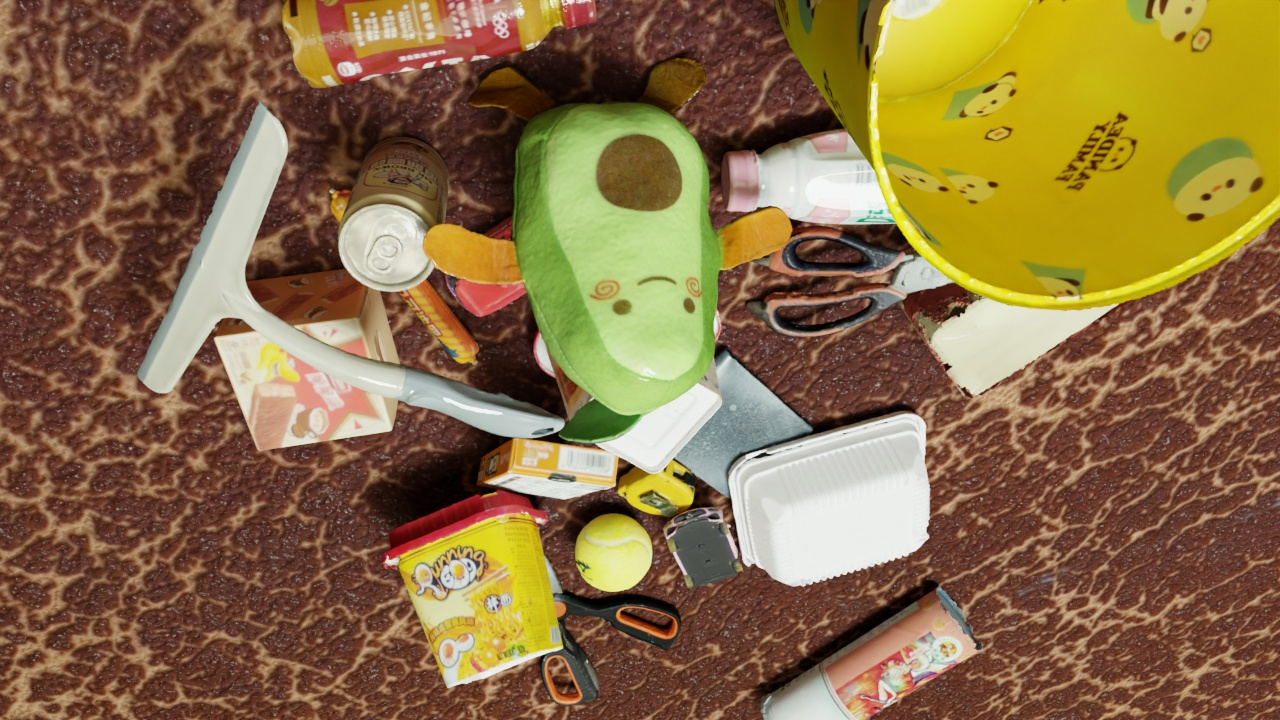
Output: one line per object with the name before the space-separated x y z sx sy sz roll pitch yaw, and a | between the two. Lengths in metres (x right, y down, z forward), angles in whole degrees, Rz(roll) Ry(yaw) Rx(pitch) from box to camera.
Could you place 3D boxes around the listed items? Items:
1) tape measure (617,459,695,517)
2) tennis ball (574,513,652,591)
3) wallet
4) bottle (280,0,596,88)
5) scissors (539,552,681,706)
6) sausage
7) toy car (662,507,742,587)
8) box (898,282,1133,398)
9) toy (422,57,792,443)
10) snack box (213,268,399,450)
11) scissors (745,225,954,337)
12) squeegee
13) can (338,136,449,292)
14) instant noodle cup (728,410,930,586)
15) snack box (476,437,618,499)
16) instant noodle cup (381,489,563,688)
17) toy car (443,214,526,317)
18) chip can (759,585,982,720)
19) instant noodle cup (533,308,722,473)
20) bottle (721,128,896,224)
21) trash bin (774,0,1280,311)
tape measure | 0.016 0.107 0.758 0.057 0.028 0.060 34 135 -27
tennis ball | -0.023 0.162 0.774 0.065 0.065 0.066 -4 122 -6
wallet | 0.072 0.055 0.751 0.097 0.019 0.121 -41 121 16
bottle | -0.114 -0.203 0.536 0.175 0.057 0.057 -11 123 -2
scissors | -0.060 0.233 0.844 0.224 0.021 0.221 -2 117 -9
sausage | -0.162 -0.055 0.643 0.021 0.021 0.165 -29 121 10
toy car | 0.054 0.159 0.793 0.056 0.037 0.122 -20 141 2
box | 0.288 -0.052 0.678 0.168 0.079 0.091 -36 121 13
toy | -0.014 -0.079 0.543 0.226 0.246 0.090 -7 163 -14
snack box | -0.225 -0.003 0.634 0.094 0.077 0.093 -8 123 -4
scissors | 0.182 -0.072 0.650 0.194 0.015 0.207 34 126 -9
squeegee | -0.153 0.005 0.550 0.246 0.039 0.247 26 133 -25
can | -0.150 -0.093 0.565 0.058 0.116 0.059 -4 122 -7
instant noodle cup | 0.169 0.127 0.777 0.173 0.060 0.138 -16 126 -4
snack box | -0.073 0.082 0.681 0.075 0.154 0.026 11 76 -16
instant noodle cup | -0.123 0.179 0.717 0.116 0.123 0.116 -23 163 7
toy car | -0.079 -0.074 0.632 0.121 0.045 0.053 -33 122 10
chip can | 0.224 0.308 0.900 0.215 0.071 0.071 -39 119 15
instant noodle cup | -0.004 0.004 0.643 0.116 0.124 0.116 31 113 -25
bottle | 0.155 -0.124 0.623 0.197 0.068 0.068 -3 122 -3
trash bin | 0.187 -0.186 0.474 0.229 0.255 0.230 -4 123 -6
